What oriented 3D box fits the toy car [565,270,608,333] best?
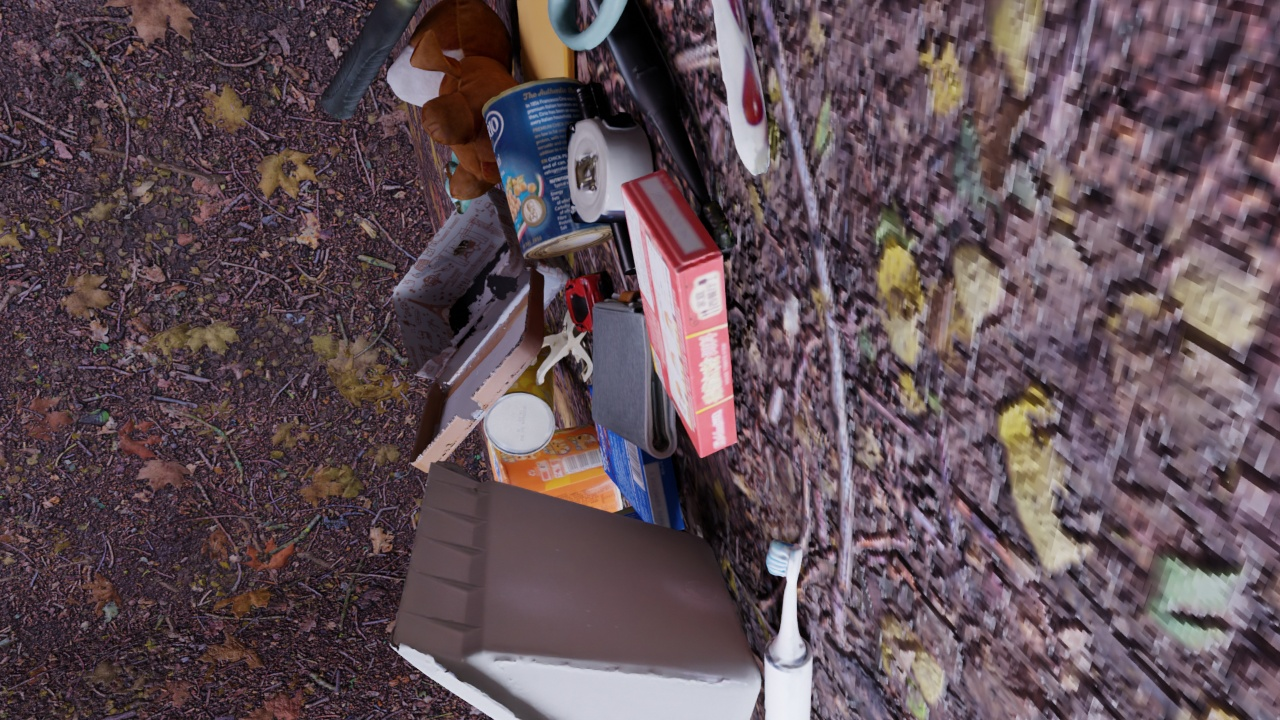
[{"bbox_3d":[-0.046,-0.048,0.778,0.106,0.031,0.049,-166,63,-77],"label":"toy car"}]

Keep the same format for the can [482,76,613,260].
[{"bbox_3d":[-0.061,-0.133,0.652,0.075,0.075,0.111,158,96,-76],"label":"can"}]

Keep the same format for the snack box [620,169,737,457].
[{"bbox_3d":[0.023,-0.021,0.497,0.153,0.025,0.075,79,167,-49],"label":"snack box"}]

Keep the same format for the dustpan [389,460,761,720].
[{"bbox_3d":[-0.028,0.195,0.581,0.222,0.257,0.143,-111,35,-71],"label":"dustpan"}]

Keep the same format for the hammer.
[{"bbox_3d":[-0.189,-0.301,0.744,0.302,0.032,0.128,-37,43,41],"label":"hammer"}]

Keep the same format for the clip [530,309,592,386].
[{"bbox_3d":[-0.062,-0.014,0.883,0.101,0.096,0.035,-43,51,26],"label":"clip"}]

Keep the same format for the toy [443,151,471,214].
[{"bbox_3d":[-0.168,-0.187,0.871,0.096,0.030,0.092,78,-161,-85],"label":"toy"}]

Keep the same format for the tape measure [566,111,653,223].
[{"bbox_3d":[-0.020,-0.118,0.566,0.066,0.033,0.066,10,107,63],"label":"tape measure"}]

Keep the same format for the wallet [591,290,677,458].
[{"bbox_3d":[-0.004,0.004,0.642,0.130,0.037,0.106,-162,70,-71],"label":"wallet"}]

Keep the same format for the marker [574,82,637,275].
[{"bbox_3d":[-0.018,-0.122,0.614,0.022,0.020,0.132,-22,81,47],"label":"marker"}]

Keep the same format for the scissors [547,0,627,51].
[{"bbox_3d":[-0.017,-0.242,0.445,0.186,0.019,0.129,-46,58,57],"label":"scissors"}]

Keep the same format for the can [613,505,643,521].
[{"bbox_3d":[0.009,0.177,0.740,0.083,0.057,0.102,-162,58,-71],"label":"can"}]

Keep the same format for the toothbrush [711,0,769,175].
[{"bbox_3d":[0.034,-0.169,0.367,0.017,0.016,0.187,14,118,63],"label":"toothbrush"}]

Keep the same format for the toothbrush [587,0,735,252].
[{"bbox_3d":[0.005,-0.145,0.480,0.027,0.026,0.212,76,173,-66],"label":"toothbrush"}]

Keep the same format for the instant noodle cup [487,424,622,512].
[{"bbox_3d":[-0.088,0.139,0.964,0.151,0.111,0.151,165,90,-76],"label":"instant noodle cup"}]

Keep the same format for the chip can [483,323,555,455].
[{"bbox_3d":[-0.126,0.022,0.976,0.213,0.072,0.072,-101,2,-66],"label":"chip can"}]

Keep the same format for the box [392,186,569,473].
[{"bbox_3d":[-0.153,-0.030,0.876,0.179,0.102,0.260,-47,45,23],"label":"box"}]

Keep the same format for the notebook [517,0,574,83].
[{"bbox_3d":[-0.076,-0.254,0.717,0.207,0.010,0.145,93,157,-51],"label":"notebook"}]

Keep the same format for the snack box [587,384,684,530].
[{"bbox_3d":[-0.007,0.075,0.754,0.157,0.026,0.084,-143,41,-69],"label":"snack box"}]

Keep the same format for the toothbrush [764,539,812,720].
[{"bbox_3d":[0.082,0.182,0.515,0.026,0.026,0.221,-55,-33,-48],"label":"toothbrush"}]

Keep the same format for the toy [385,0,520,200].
[{"bbox_3d":[-0.156,-0.240,0.799,0.140,0.130,0.199,88,173,-64],"label":"toy"}]
